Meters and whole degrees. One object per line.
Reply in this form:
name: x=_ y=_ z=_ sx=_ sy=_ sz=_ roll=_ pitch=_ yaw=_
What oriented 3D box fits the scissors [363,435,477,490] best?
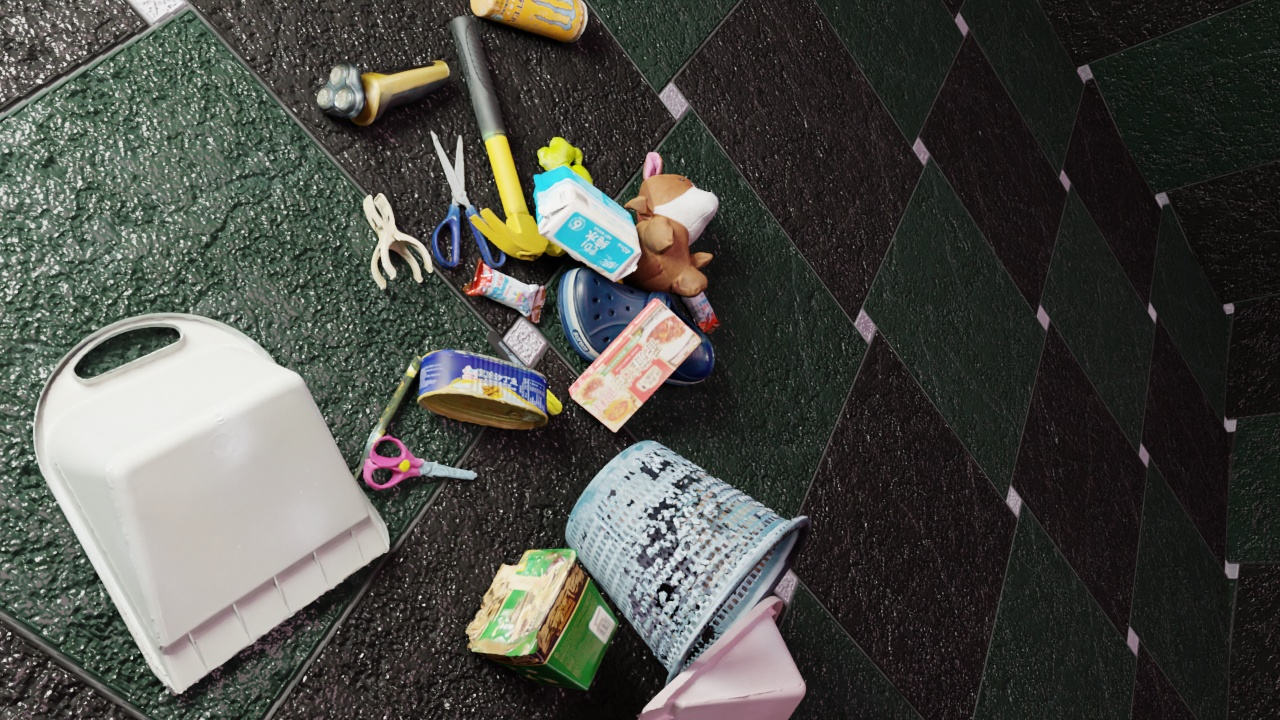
scissors: x=-0.217 y=0.109 z=0.922 sx=0.133 sy=0.017 sz=0.054 roll=17 pitch=81 yaw=-46

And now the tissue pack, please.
tissue pack: x=-0.063 y=-0.157 z=1.062 sx=0.140 sy=0.063 sz=0.089 roll=31 pitch=28 yaw=-32

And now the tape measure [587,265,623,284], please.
tape measure: x=-0.047 y=-0.122 z=1.151 sx=0.060 sy=0.029 sz=0.057 roll=32 pitch=51 yaw=-52

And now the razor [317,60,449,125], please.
razor: x=-0.270 y=-0.299 z=0.991 sx=0.167 sy=0.062 sz=0.068 roll=-39 pitch=133 yaw=-48

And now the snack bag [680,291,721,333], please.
snack bag: x=0.075 y=-0.085 z=1.254 sx=0.104 sy=0.026 sz=0.048 roll=62 pitch=34 yaw=-8

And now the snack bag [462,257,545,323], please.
snack bag: x=-0.152 y=-0.079 z=1.040 sx=0.105 sy=0.026 sz=0.045 roll=23 pitch=76 yaw=-39

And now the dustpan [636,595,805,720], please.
dustpan: x=0.057 y=0.360 z=0.993 sx=0.273 sy=0.223 sz=0.138 roll=2 pitch=39 yaw=-29

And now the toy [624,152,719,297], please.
toy: x=0.041 y=-0.176 z=1.185 sx=0.140 sy=0.131 sz=0.199 roll=57 pitch=24 yaw=-33

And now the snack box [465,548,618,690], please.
snack box: x=-0.090 y=0.268 z=0.922 sx=0.105 sy=0.118 sz=0.118 roll=47 pitch=52 yaw=-27

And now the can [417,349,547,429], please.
can: x=-0.163 y=0.032 z=0.962 sx=0.148 sy=0.075 sz=0.049 roll=18 pitch=61 yaw=-39

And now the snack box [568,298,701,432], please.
snack box: x=-0.006 y=0.006 z=1.081 sx=0.153 sy=0.025 sz=0.075 roll=-46 pitch=115 yaw=5

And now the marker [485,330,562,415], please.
marker: x=-0.131 y=0.014 z=1.038 sx=0.124 sy=0.015 sz=0.018 roll=50 pitch=46 yaw=-16

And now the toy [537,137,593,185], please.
toy: x=-0.089 y=-0.228 z=1.148 sx=0.100 sy=0.031 sz=0.096 roll=52 pitch=46 yaw=-16

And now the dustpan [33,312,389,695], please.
dustpan: x=-0.372 y=0.095 z=0.783 sx=0.222 sy=0.143 sz=0.258 roll=-34 pitch=127 yaw=-41

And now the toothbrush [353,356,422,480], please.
toothbrush: x=-0.260 y=0.068 z=0.903 sx=0.017 sy=0.012 sz=0.185 roll=33 pitch=55 yaw=-17

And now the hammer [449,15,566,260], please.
hammer: x=-0.171 y=-0.261 z=1.076 sx=0.128 sy=0.033 sz=0.300 roll=-7 pitch=79 yaw=-55

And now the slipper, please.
slipper: x=0.009 y=-0.035 z=1.131 sx=0.252 sy=0.095 sz=0.105 roll=27 pitch=56 yaw=-38

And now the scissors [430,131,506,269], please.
scissors: x=-0.198 y=-0.175 z=1.042 sx=0.155 sy=0.012 sz=0.165 roll=35 pitch=55 yaw=-28

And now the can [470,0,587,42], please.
can: x=-0.140 y=-0.446 z=1.156 sx=0.145 sy=0.058 sz=0.058 roll=0 pitch=76 yaw=-42

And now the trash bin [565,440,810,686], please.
trash bin: x=0.036 y=0.200 z=0.980 sx=0.195 sy=0.227 sz=0.225 roll=38 pitch=41 yaw=23

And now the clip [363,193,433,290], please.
clip: x=-0.251 y=-0.122 z=0.963 sx=0.094 sy=0.035 sz=0.102 roll=11 pitch=61 yaw=-35
